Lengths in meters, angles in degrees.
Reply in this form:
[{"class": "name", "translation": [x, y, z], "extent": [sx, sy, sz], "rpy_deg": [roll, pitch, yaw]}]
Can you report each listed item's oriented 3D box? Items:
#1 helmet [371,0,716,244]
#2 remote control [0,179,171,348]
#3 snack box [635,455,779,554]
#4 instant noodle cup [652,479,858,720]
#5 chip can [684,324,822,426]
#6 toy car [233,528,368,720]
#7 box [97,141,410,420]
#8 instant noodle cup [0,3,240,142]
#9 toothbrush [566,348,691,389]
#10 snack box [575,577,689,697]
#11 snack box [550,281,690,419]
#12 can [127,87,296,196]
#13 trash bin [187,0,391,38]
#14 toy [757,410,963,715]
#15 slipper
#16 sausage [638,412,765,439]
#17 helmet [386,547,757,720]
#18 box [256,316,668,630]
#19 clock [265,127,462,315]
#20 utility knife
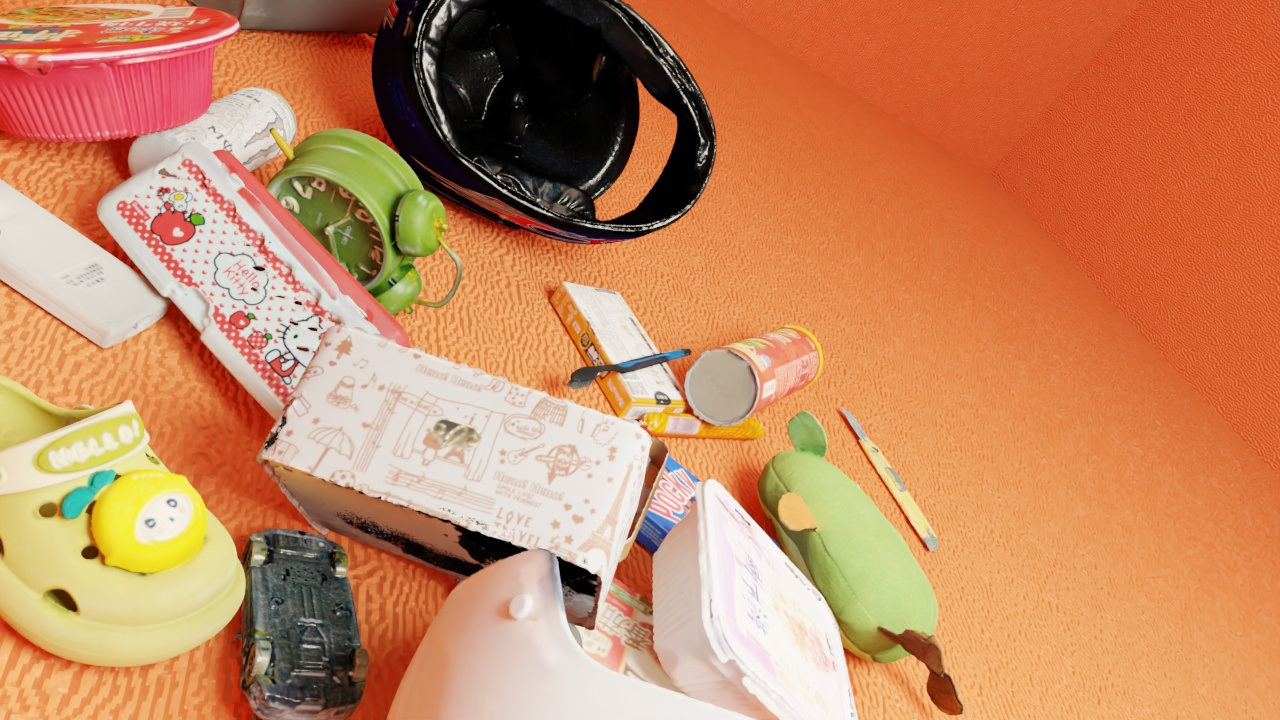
[{"class": "helmet", "translation": [-0.096, -0.244, 0.879], "extent": [0.315, 0.247, 0.240], "rpy_deg": [30, 3, -17]}, {"class": "remote control", "translation": [-0.355, -0.060, 0.548], "extent": [0.135, 0.019, 0.056], "rpy_deg": [35, 29, -5]}, {"class": "snack box", "translation": [0.031, 0.120, 0.698], "extent": [0.157, 0.026, 0.084], "rpy_deg": [39, 28, 3]}, {"class": "instant noodle cup", "translation": [0.068, 0.176, 0.577], "extent": [0.173, 0.060, 0.137], "rpy_deg": [47, 24, -28]}, {"class": "chip can", "translation": [0.115, 0.011, 0.882], "extent": [0.073, 0.073, 0.216], "rpy_deg": [44, 23, 13]}, {"class": "toy car", "translation": [-0.170, 0.131, 0.454], "extent": [0.054, 0.037, 0.120], "rpy_deg": [16, 25, -32]}, {"class": "box", "translation": [-0.249, -0.043, 0.589], "extent": [0.201, 0.095, 0.101], "rpy_deg": [44, 56, 11]}, {"class": "instant noodle cup", "translation": [-0.372, -0.198, 0.629], "extent": [0.194, 0.066, 0.193], "rpy_deg": [1, 31, 0]}, {"class": "toothbrush", "translation": [-0.005, 0.005, 0.793], "extent": [0.014, 0.016, 0.189], "rpy_deg": [39, 25, 22]}, {"class": "snack box", "translation": [-0.035, 0.162, 0.566], "extent": [0.153, 0.026, 0.075], "rpy_deg": [35, 28, -4]}, {"class": "snack box", "translation": [-0.019, -0.010, 0.836], "extent": [0.075, 0.026, 0.153], "rpy_deg": [6, 41, -44]}, {"class": "can", "translation": [-0.321, -0.165, 0.699], "extent": [0.058, 0.058, 0.146], "rpy_deg": [32, 29, -9]}, {"class": "trash bin", "translation": [-0.367, -0.446, 0.945], "extent": [0.199, 0.199, 0.219], "rpy_deg": [39, 36, 8]}, {"class": "toy", "translation": [0.165, 0.160, 0.719], "extent": [0.227, 0.090, 0.246], "rpy_deg": [47, 10, -46]}, {"class": "slipper", "translation": [-0.263, 0.056, 0.415], "extent": [0.190, 0.082, 0.091], "rpy_deg": [36, 31, 5]}, {"class": "sausage", "translation": [0.059, 0.059, 0.825], "extent": [0.165, 0.021, 0.021], "rpy_deg": [7, 40, -43]}, {"class": "helmet", "translation": [-0.004, 0.208, 0.367], "extent": [0.258, 0.229, 0.145], "rpy_deg": [36, 70, 9]}, {"class": "box", "translation": [-0.084, 0.067, 0.539], "extent": [0.179, 0.130, 0.272], "rpy_deg": [19, 0, 5]}, {"class": "clock", "translation": [-0.203, -0.095, 0.672], "extent": [0.161, 0.116, 0.056], "rpy_deg": [30, 40, -5]}, {"class": "utility knife", "translation": [0.260, 0.122, 0.968], "extent": [0.031, 0.020, 0.195], "rpy_deg": [19, 28, -40]}]
